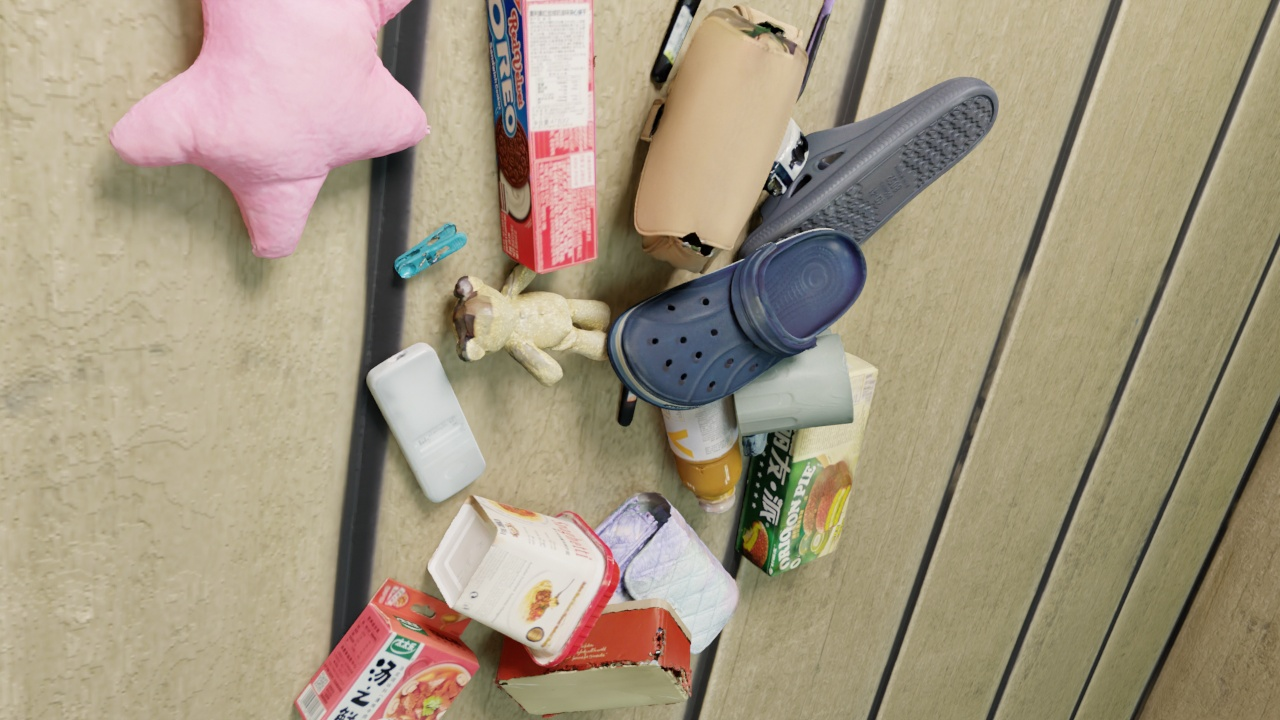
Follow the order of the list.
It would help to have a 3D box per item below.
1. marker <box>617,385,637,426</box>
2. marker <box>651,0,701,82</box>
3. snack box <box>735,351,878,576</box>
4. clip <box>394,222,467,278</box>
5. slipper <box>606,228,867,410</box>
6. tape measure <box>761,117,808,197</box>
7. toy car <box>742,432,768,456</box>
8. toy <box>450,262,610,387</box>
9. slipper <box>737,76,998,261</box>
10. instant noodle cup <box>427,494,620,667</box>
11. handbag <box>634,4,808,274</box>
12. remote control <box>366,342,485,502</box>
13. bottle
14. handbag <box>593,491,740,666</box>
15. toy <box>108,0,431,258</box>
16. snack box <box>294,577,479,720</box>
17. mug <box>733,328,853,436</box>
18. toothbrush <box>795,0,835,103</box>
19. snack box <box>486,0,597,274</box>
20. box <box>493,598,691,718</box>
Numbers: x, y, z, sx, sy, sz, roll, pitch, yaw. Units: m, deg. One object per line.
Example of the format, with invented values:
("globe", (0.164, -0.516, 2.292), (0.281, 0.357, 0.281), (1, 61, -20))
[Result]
("marker", (-0.005, 0.005, 0.832), (0.018, 0.015, 0.124), (-8, 120, -36))
("marker", (0.036, -0.277, 0.716), (0.018, 0.015, 0.124), (11, 108, -42))
("snack box", (0.182, 0.113, 1.011), (0.114, 0.063, 0.240), (-12, 120, -35))
("clip", (-0.151, -0.078, 0.657), (0.055, 0.038, 0.013), (-37, 129, -11))
("slipper", (0.097, -0.036, 0.766), (0.252, 0.095, 0.105), (-27, 97, -21))
("tape measure", (0.111, -0.180, 0.793), (0.066, 0.066, 0.033), (-54, 139, -1))
("toy car", (0.119, 0.047, 0.912), (0.049, 0.031, 0.105), (65, 32, -58))
("toy", (-0.081, -0.028, 0.723), (0.157, 0.066, 0.105), (4, 77, -46))
("slipper", (0.199, -0.175, 0.855), (0.268, 0.083, 0.110), (-37, 146, 14))
("instant noodle cup", (-0.103, 0.180, 0.782), (0.124, 0.116, 0.116), (30, 91, -33))
("handbag", (0.054, -0.170, 0.704), (0.100, 0.147, 0.204), (19, 100, -7))
("remote control", (-0.165, 0.050, 0.715), (0.055, 0.020, 0.136), (-34, 130, -23))
("bottle", (0.060, 0.070, 0.882), (0.067, 0.068, 0.190), (-32, 129, -24))
("handbag", (0.017, 0.231, 0.926), (0.134, 0.075, 0.194), (-45, 134, -9))
("toy", (-0.201, -0.152, 0.541), (0.178, 0.074, 0.195), (11, 108, -46))
("snack box", (-0.205, 0.264, 0.778), (0.127, 0.044, 0.113), (-53, 135, -5))
("mug", (0.137, 0.014, 0.859), (0.103, 0.123, 0.084), (-10, 120, 6))
("toothbrush", (0.149, -0.262, 0.819), (0.016, 0.014, 0.189), (5, 109, -50))
("snack box", (-0.068, -0.170, 0.655), (0.058, 0.057, 0.208), (-17, 123, -30))
("box", (-0.041, 0.281, 0.836), (0.168, 0.079, 0.091), (-13, 134, 18))
